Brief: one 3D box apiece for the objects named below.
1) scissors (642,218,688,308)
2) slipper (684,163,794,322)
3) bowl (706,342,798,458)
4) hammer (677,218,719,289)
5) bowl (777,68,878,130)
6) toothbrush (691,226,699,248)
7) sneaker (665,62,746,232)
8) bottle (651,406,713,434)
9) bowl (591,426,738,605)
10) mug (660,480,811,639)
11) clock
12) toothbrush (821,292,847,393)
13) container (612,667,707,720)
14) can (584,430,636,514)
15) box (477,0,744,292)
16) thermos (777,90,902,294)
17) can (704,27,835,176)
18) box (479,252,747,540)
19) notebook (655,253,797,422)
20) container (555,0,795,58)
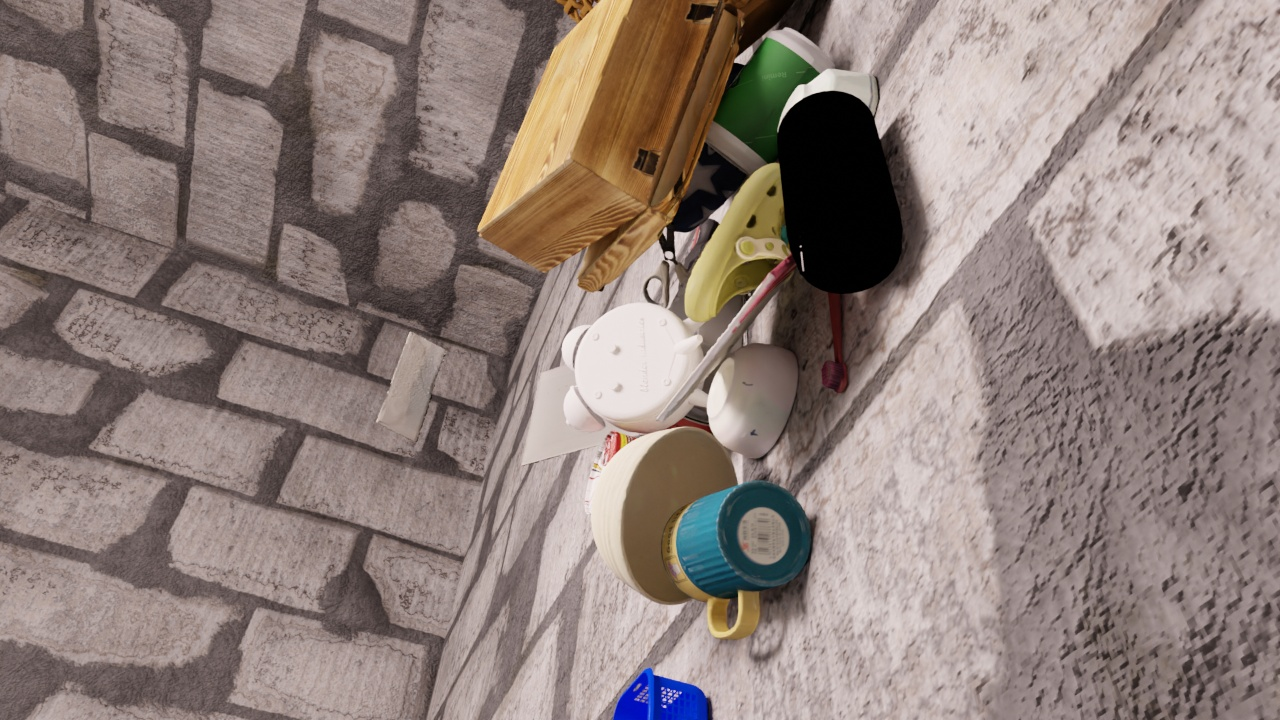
[{"bbox_3d":[0.044,-0.113,1.105,0.012,0.154,0.163,-59,4,-39],"label":"scissors"},{"bbox_3d":[0.112,-0.108,0.887,0.190,0.081,0.092,-55,-19,-23],"label":"slipper"},{"bbox_3d":[0.096,0.033,0.838,0.105,0.054,0.105,-163,91,-77],"label":"bowl"},{"bbox_3d":[0.118,-0.162,1.081,0.306,0.040,0.132,139,151,-66],"label":"hammer"},{"bbox_3d":[0.171,-0.227,0.880,0.117,0.061,0.117,-163,91,-79],"label":"bowl"},{"bbox_3d":[0.096,-0.234,1.331,0.015,0.015,0.184,-177,104,-84],"label":"toothbrush"},{"bbox_3d":[0.090,-0.252,1.184,0.133,0.103,0.268,104,-169,-62],"label":"sneaker"},{"bbox_3d":[0.023,0.135,0.988,0.062,0.062,0.177,-122,52,-75],"label":"bottle"},{"bbox_3d":[0.011,0.129,0.798,0.075,0.150,0.150,4,72,44],"label":"bowl"},{"bbox_3d":[0.073,0.156,0.707,0.107,0.083,0.113,141,134,-62],"label":"mug"},{"bbox_3d":[-0.006,0.005,0.917,0.073,0.161,0.125,42,-140,-61],"label":"clock"},{"bbox_3d":[0.159,-0.048,0.767,0.016,0.016,0.189,121,163,-46],"label":"toothbrush"},{"bbox_3d":[0.015,0.322,0.748,0.114,0.058,0.096,-84,17,-46],"label":"container"},{"bbox_3d":[0.014,0.127,0.906,0.087,0.116,0.086,-162,91,-78],"label":"can"},{"bbox_3d":[-0.021,-0.250,0.989,0.246,0.168,0.278,-24,42,58],"label":"box"},{"bbox_3d":[0.157,-0.130,0.732,0.198,0.086,0.086,-85,18,-48],"label":"thermos"},{"bbox_3d":[0.135,-0.272,0.972,0.140,0.088,0.087,-52,16,10],"label":"can"},{"bbox_3d":[-0.045,0.061,1.137,0.480,0.119,0.166,-36,31,32],"label":"box"},{"bbox_3d":[0.090,-0.036,0.783,0.153,0.012,0.208,-53,-6,26],"label":"notebook"},{"bbox_3d":[0.068,-0.494,1.147,0.251,0.214,0.220,-44,3,-19],"label":"container"}]
